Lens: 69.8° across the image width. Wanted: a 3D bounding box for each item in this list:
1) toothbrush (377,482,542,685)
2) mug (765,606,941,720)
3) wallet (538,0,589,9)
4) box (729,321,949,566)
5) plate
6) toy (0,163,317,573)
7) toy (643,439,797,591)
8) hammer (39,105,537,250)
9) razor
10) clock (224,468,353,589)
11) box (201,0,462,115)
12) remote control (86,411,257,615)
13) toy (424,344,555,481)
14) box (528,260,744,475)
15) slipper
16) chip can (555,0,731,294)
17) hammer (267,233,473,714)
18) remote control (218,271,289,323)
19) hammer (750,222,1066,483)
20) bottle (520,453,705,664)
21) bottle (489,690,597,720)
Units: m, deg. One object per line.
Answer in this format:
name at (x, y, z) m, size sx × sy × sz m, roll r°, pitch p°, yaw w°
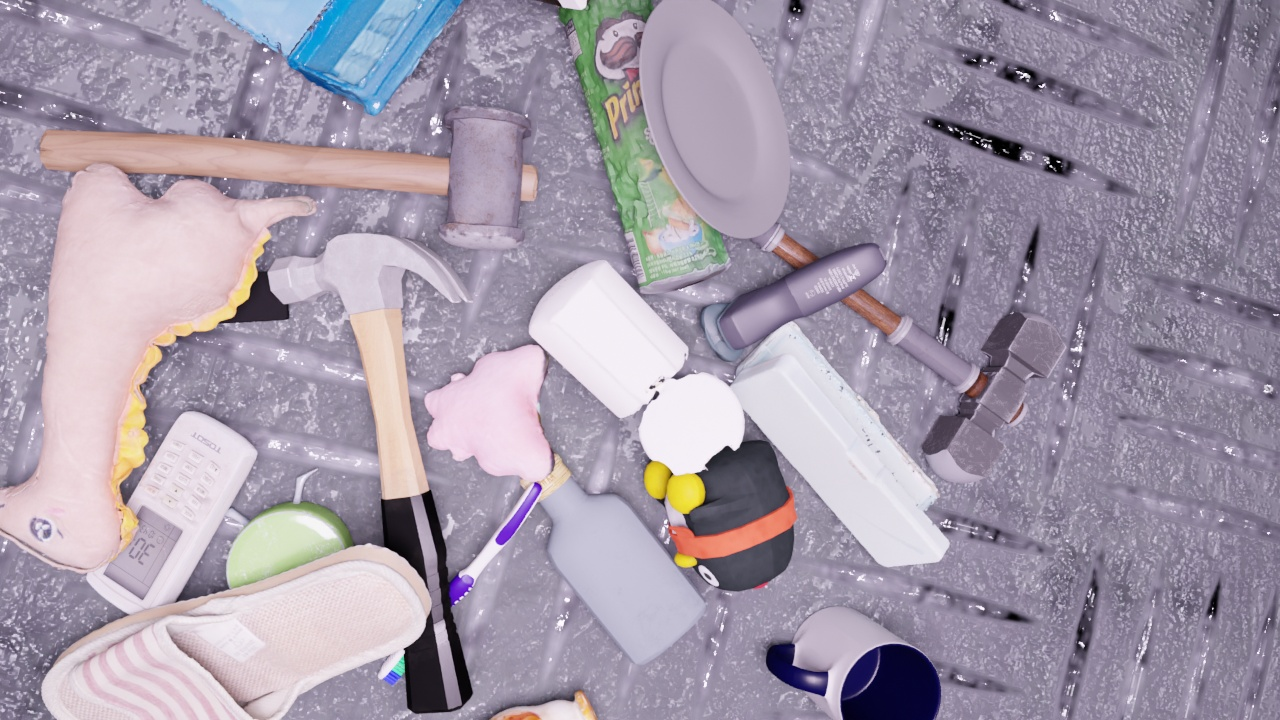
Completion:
toothbrush at (-0.128, 0.161, 0.658) m, size 0.016 × 0.015 × 0.187 m, roll 38°, pitch 96°, yaw -12°
mug at (0.151, 0.235, 0.691) m, size 0.112 × 0.097 × 0.078 m, roll 10°, pitch 89°, yaw -11°
wallet at (-0.073, -0.288, 0.640) m, size 0.123 × 0.019 × 0.072 m, roll 26°, pitch 83°, yaw 29°
box at (0.163, 0.060, 0.714) m, size 0.199 × 0.086 × 0.096 m, roll 50°, pitch 54°, yaw -10°
plate at (0.055, -0.174, 0.661) m, size 0.178 × 0.012 × 0.178 m, roll 15°, pitch 70°, yaw -47°
toy at (-0.318, 0.007, 0.593) m, size 0.196 × 0.065 × 0.264 m, roll 4°, pitch 89°, yaw -4°
toy at (0.068, 0.121, 0.675) m, size 0.099 × 0.097 × 0.119 m, roll -20°, pitch 97°, yaw -15°
hammer at (-0.236, -0.136, 0.637) m, size 0.328 × 0.052 × 0.098 m, roll 3°, pitch 90°, yaw -8°
razor at (0.113, -0.046, 0.680) m, size 0.143 × 0.052 × 0.047 m, roll -26°, pitch 101°, yaw 22°
clock at (-0.240, 0.147, 0.639) m, size 0.094 × 0.042 × 0.119 m, roll -26°, pitch 96°, yaw -9°
box at (-0.179, -0.300, 0.641) m, size 0.173 × 0.066 × 0.231 m, roll 34°, pitch 85°, yaw 9°
remote control at (-0.317, 0.105, 0.623) m, size 0.060 × 0.025 × 0.138 m, roll 27°, pitch 85°, yaw 14°
toy at (-0.107, 0.040, 0.657) m, size 0.093 × 0.050 × 0.102 m, roll -10°, pitch 68°, yaw 4°
box at (-0.003, 0.006, 0.648) m, size 0.160 × 0.119 × 0.084 m, roll 44°, pitch 85°, yaw -11°
slipper at (-0.263, 0.192, 0.589) m, size 0.263 × 0.052 × 0.115 m, roll -21°, pitch 119°, yaw 6°
chip can at (0.003, -0.161, 0.668) m, size 0.075 × 0.075 × 0.223 m, roll -18°, pitch 94°, yaw -11°
hammer at (-0.163, 0.076, 0.628) m, size 0.131 × 0.039 × 0.328 m, roll -8°, pitch 92°, yaw 14°
remote control at (-0.323, -0.041, 0.634) m, size 0.150 × 0.013 × 0.034 m, roll -4°, pitch 90°, yaw -11°
hammer at (0.174, -0.046, 0.724) m, size 0.322 × 0.043 × 0.156 m, roll 34°, pitch 84°, yaw -7°
bottle at (-0.027, 0.141, 0.679) m, size 0.072 × 0.046 × 0.161 m, roll -39°, pitch 94°, yaw -9°
bottle at (-0.082, 0.280, 0.662) m, size 0.108 × 0.063 × 0.063 m, roll -27°, pitch 96°, yaw -10°
